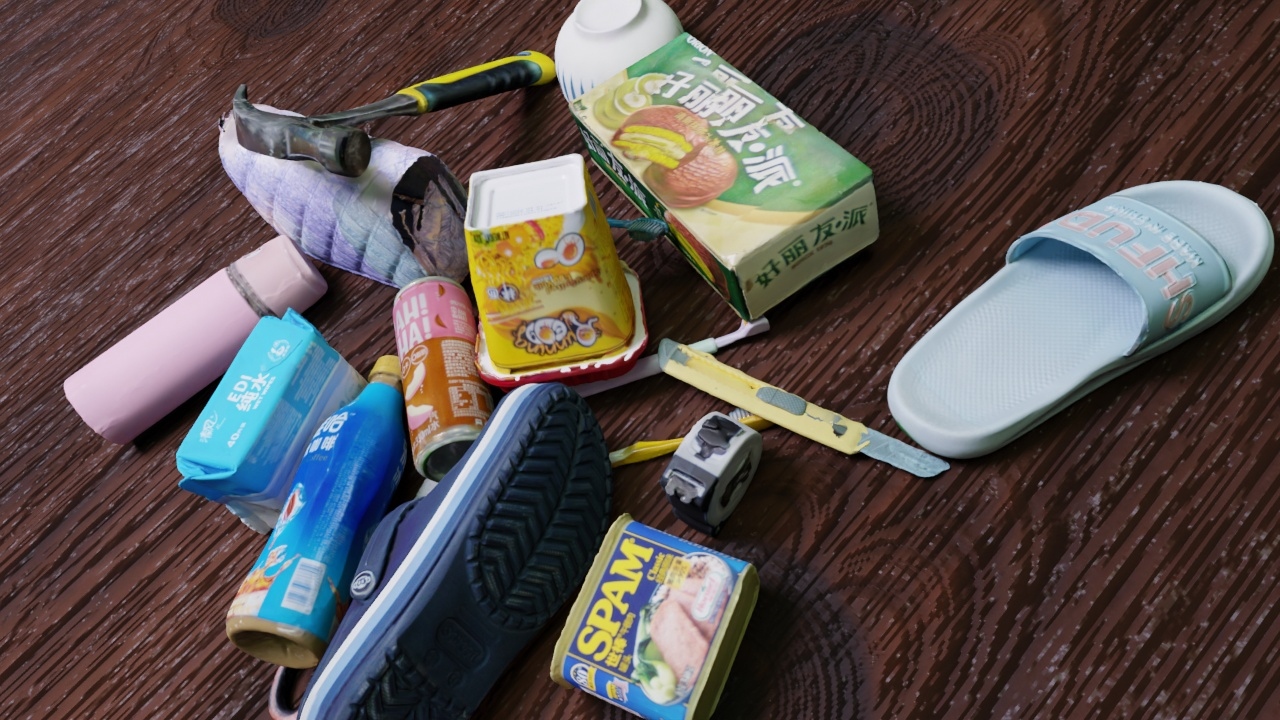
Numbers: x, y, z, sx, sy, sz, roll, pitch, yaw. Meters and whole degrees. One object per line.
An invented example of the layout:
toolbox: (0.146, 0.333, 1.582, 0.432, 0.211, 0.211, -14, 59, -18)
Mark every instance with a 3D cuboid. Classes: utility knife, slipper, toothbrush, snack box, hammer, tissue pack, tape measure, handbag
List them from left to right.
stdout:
tissue pack: (-0.252, 0.043, 0.637, 0.063, 0.090, 0.139, 9, 62, 23)
handbag: (-0.217, -0.123, 0.702, 0.194, 0.134, 0.075, 20, 67, 25)
hammer: (-0.165, -0.198, 0.687, 0.126, 0.032, 0.322, 17, 30, 19)
slipper: (-0.109, 0.127, 0.543, 0.095, 0.105, 0.252, 12, 61, 42)
toothbrush: (-0.054, -0.103, 0.683, 0.192, 0.016, 0.018, 12, 43, 40)
toothbrush: (-0.006, 0.058, 0.598, 0.191, 0.016, 0.018, -15, 45, 8)
toothbrush: (-0.004, 0.004, 0.628, 0.189, 0.029, 0.021, -20, 100, 4)
snack box: (0.053, -0.141, 0.662, 0.114, 0.063, 0.240, -33, 50, -6)
tape measure: (0.044, 0.065, 0.547, 0.033, 0.066, 0.066, 27, 72, 24)
utility knife: (0.095, 0.031, 0.576, 0.198, 0.021, 0.030, 27, 56, 16)
slipper: (0.253, -0.035, 0.541, 0.245, 0.074, 0.104, -34, 55, -4)

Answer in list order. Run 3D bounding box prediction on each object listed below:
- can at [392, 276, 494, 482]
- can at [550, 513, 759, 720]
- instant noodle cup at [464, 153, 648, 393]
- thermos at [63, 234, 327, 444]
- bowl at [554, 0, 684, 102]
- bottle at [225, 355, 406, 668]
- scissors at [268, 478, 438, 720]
can: (-0.135, 0.011, 0.631, 0.058, 0.058, 0.147, -22, 52, 3)
can: (0.011, 0.148, 0.513, 0.083, 0.057, 0.102, 16, 66, 22)
instant noodle cup: (-0.061, -0.059, 0.602, 0.116, 0.124, 0.115, -10, 40, 2)
thermos: (-0.345, -0.023, 0.726, 0.198, 0.067, 0.087, -39, 27, -8)
bowl: (-0.020, -0.269, 0.772, 0.116, 0.066, 0.116, -8, 58, 12)
bottle: (-0.196, 0.087, 0.602, 0.065, 0.065, 0.218, -3, 48, 15)
scissors: (-0.150, 0.147, 0.589, 0.205, 0.015, 0.197, -29, 54, -1)
